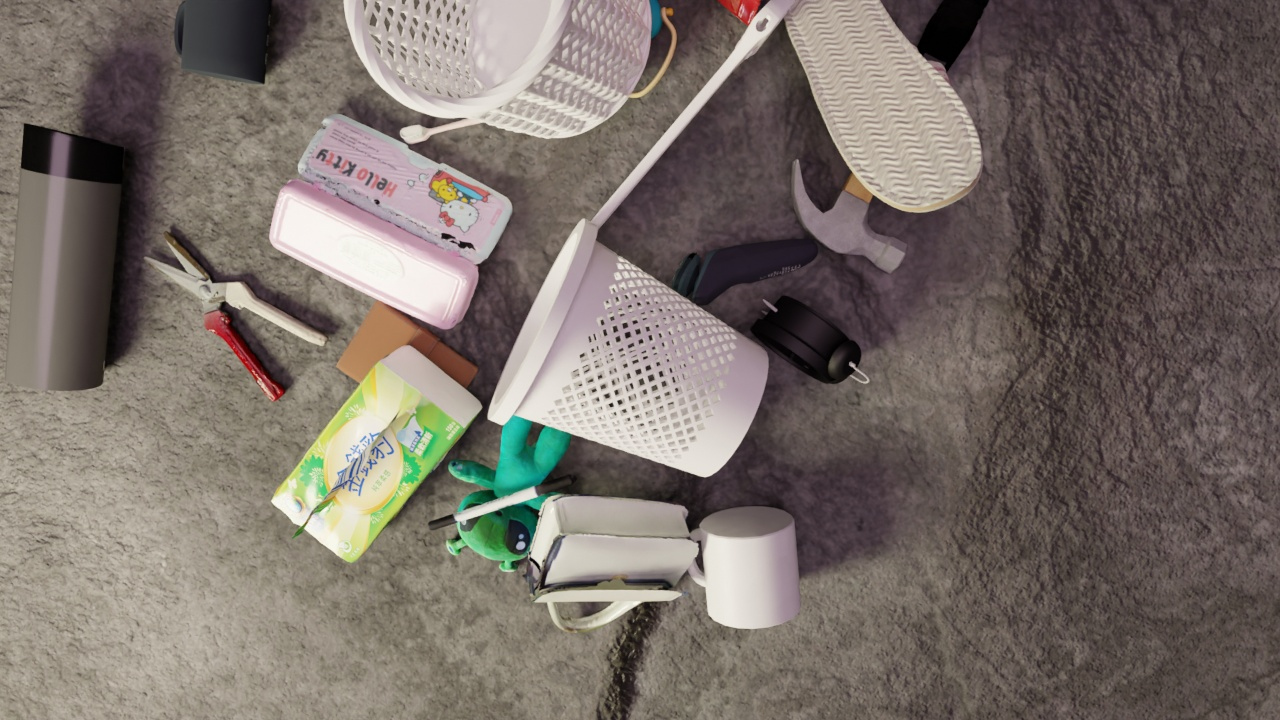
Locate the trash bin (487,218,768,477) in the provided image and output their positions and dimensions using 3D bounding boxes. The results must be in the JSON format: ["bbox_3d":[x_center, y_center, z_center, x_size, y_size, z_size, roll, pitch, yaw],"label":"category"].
[{"bbox_3d":[-0.005,0.005,0.830,0.199,0.195,0.195,25,100,-12],"label":"trash bin"}]

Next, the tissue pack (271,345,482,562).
[{"bbox_3d":[-0.257,0.097,0.860,0.120,0.141,0.198,33,105,-4],"label":"tissue pack"}]

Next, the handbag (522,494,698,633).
[{"bbox_3d":[-0.037,0.218,0.896,0.151,0.074,0.176,8,126,-21],"label":"handbag"}]

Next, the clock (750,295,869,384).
[{"bbox_3d":[0.162,-0.014,0.858,0.121,0.091,0.042,35,89,10],"label":"clock"}]

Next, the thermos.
[{"bbox_3d":[-0.551,-0.097,0.878,0.082,0.082,0.240,11,100,0],"label":"thermos"}]

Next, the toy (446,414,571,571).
[{"bbox_3d":[-0.128,0.132,0.910,0.130,0.072,0.194,25,109,0],"label":"toy"}]

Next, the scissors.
[{"bbox_3d":[-0.401,-0.043,0.916,0.179,0.015,0.185,-2,99,4],"label":"scissors"}]

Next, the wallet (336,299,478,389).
[{"bbox_3d":[-0.233,0.007,0.917,0.121,0.013,0.087,36,104,-4],"label":"wallet"}]

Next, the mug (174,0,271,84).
[{"bbox_3d":[-0.394,-0.303,0.850,0.105,0.071,0.077,14,101,27],"label":"mug"}]

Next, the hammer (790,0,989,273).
[{"bbox_3d":[0.252,-0.249,0.841,0.131,0.039,0.328,28,99,-1],"label":"hammer"}]

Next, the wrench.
[{"bbox_3d":[0.041,-0.221,0.836,0.018,0.066,0.274,41,108,-5],"label":"wrench"}]

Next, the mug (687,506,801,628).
[{"bbox_3d":[0.095,0.199,0.903,0.121,0.090,0.090,0,101,36],"label":"mug"}]

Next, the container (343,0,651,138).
[{"bbox_3d":[-0.106,-0.284,0.746,0.189,0.186,0.189,3,98,19],"label":"container"}]

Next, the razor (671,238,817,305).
[{"bbox_3d":[0.099,-0.088,0.873,0.143,0.047,0.052,-12,74,2],"label":"razor"}]

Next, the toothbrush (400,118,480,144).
[{"bbox_3d":[-0.140,-0.234,0.870,0.181,0.018,0.015,-13,87,4],"label":"toothbrush"}]

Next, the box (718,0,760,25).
[{"bbox_3d":[0.085,-0.407,0.762,0.156,0.156,0.170,35,100,-5],"label":"box"}]

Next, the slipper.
[{"bbox_3d":[0.207,-0.237,0.796,0.115,0.052,0.262,-28,67,11],"label":"slipper"}]

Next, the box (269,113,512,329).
[{"bbox_3d":[-0.239,-0.130,0.870,0.201,0.066,0.154,26,99,-3],"label":"box"}]

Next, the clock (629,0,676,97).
[{"bbox_3d":[-0.032,-0.300,0.843,0.129,0.043,0.099,32,100,4],"label":"clock"}]

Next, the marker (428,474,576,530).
[{"bbox_3d":[-0.132,0.135,0.873,0.152,0.011,0.011,-19,98,7],"label":"marker"}]
